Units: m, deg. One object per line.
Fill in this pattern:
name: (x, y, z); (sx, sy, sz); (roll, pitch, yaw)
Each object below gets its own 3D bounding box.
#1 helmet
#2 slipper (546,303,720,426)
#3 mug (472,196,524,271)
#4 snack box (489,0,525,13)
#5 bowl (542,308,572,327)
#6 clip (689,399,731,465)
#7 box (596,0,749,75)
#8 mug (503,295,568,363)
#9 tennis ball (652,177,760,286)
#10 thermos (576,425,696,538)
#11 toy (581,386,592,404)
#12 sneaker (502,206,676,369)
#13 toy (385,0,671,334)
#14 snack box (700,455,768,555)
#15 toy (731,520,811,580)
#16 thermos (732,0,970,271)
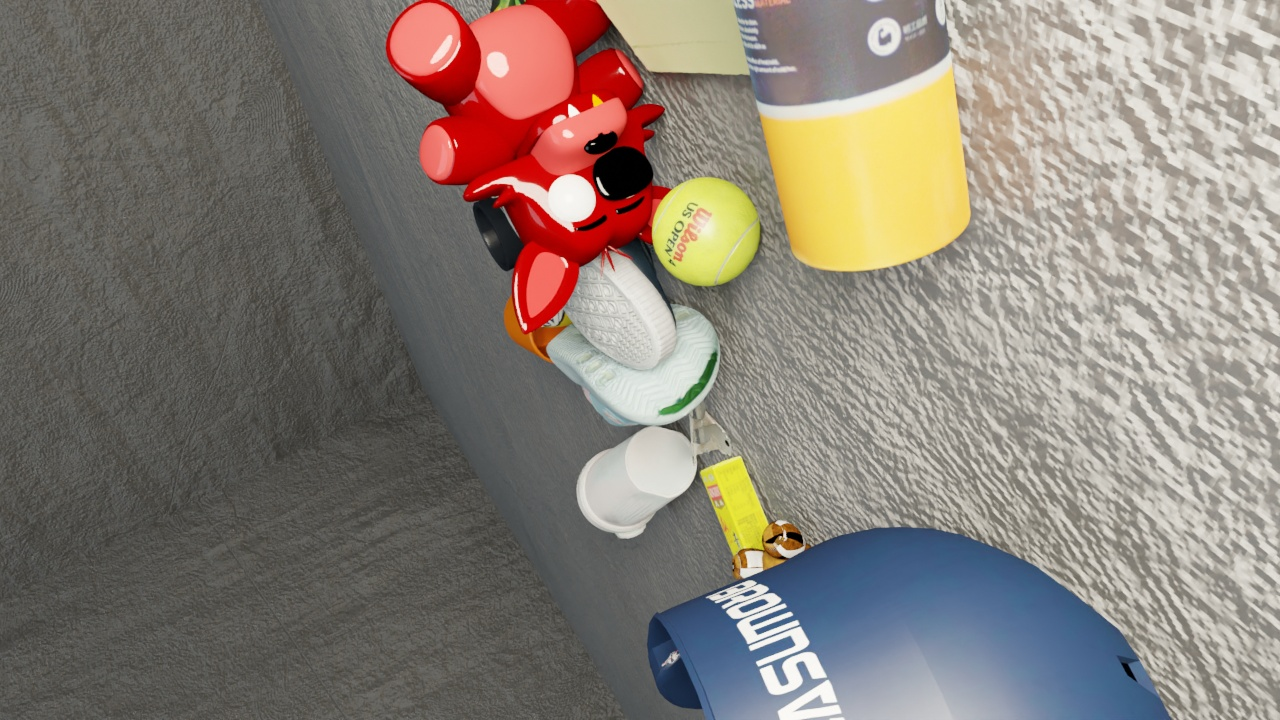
helmet: (0.137, 0.208, 0.444); (0.232, 0.223, 0.273); (-117, 19, -55)
slipper: (-0.005, 0.004, 0.760); (0.074, 0.104, 0.245); (56, 166, -23)
mug: (-0.118, -0.138, 0.899); (0.105, 0.077, 0.071); (30, 144, 61)
snack box: (-0.078, -0.259, 0.686); (0.080, 0.025, 0.148); (62, 163, 1)
bowl: (-0.061, -0.082, 0.804); (0.117, 0.067, 0.117); (40, -117, -90)
clip: (0.058, 0.064, 0.806); (0.054, 0.040, 0.102); (-108, 4, -46)
box: (0.024, -0.205, 0.454); (0.188, 0.047, 0.141); (35, 146, 57)
mug: (-0.095, -0.059, 0.983); (0.096, 0.077, 0.113); (-156, 69, -64)
tennis ball: (0.040, -0.078, 0.556); (0.065, 0.065, 0.065); (53, 161, 27)
thermos: (-0.008, 0.130, 0.970); (0.099, 0.099, 0.221); (60, 160, 7)
toy: (-0.035, 0.022, 0.962); (0.063, 0.047, 0.110); (54, 160, -2)
sneaker: (-0.028, -0.091, 0.696); (0.235, 0.087, 0.089); (54, 154, 27)
toy: (-0.052, -0.138, 0.576); (0.197, 0.158, 0.121); (62, 157, -4)
snack box: (0.095, 0.156, 0.785); (0.040, 0.029, 0.148); (135, 114, -73)
toy: (0.124, 0.188, 0.713); (0.087, 0.067, 0.112); (-53, 41, 42)
thermos: (0.062, -0.149, 0.339); (0.076, 0.091, 0.233); (-104, -5, -62)
